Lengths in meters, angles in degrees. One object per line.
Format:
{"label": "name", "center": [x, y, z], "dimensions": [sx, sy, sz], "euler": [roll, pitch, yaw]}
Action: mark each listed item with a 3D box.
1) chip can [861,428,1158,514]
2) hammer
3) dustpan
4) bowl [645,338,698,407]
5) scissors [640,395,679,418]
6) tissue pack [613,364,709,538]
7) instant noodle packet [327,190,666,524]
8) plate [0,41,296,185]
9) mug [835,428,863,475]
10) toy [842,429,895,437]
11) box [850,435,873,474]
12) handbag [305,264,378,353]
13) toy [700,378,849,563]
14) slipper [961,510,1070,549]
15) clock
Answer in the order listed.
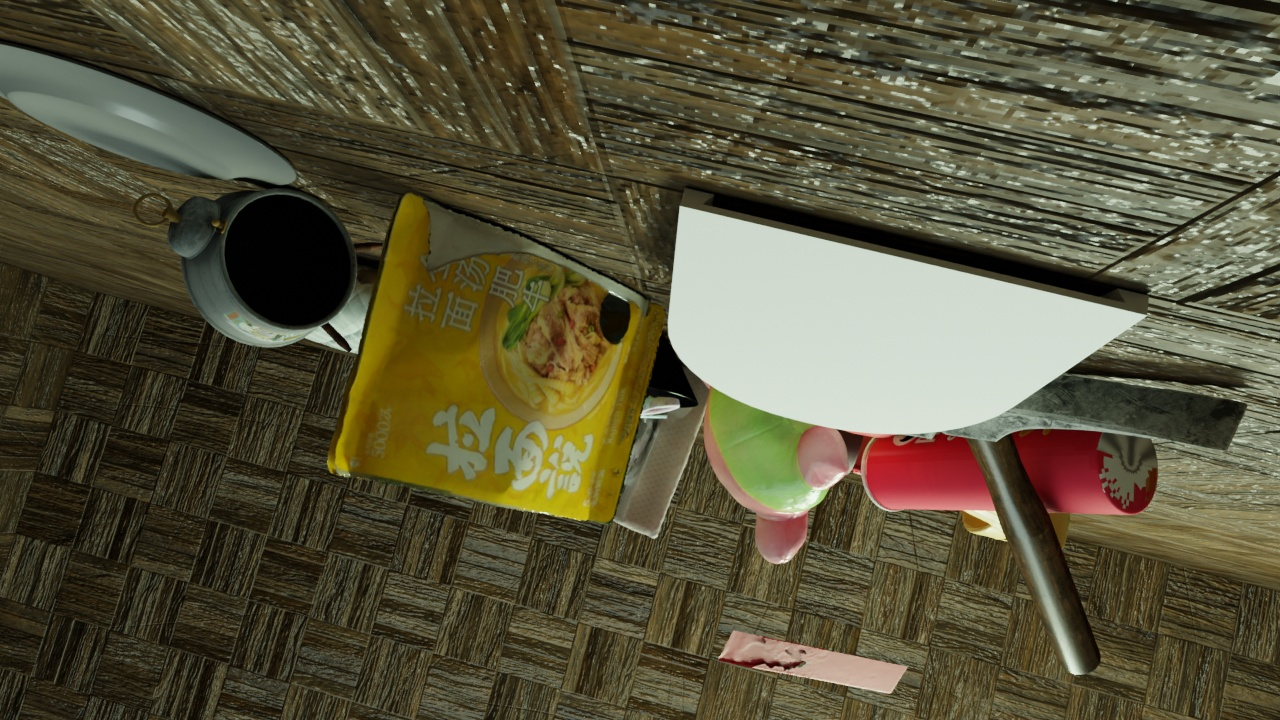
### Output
{"label": "chip can", "center": [0.273, 0.083, 0.709], "dimensions": [0.069, 0.069, 0.221], "euler": [18, 164, -27]}
{"label": "hammer", "center": [0.299, 0.125, 0.617], "dimensions": [0.218, 0.037, 0.301], "euler": [7, 137, 50]}
{"label": "dustpan", "center": [0.115, -0.024, 0.502], "dimensions": [0.191, 0.053, 0.258], "euler": [14, 162, 4]}
{"label": "bowl", "center": [-0.005, 0.005, 0.833], "dimensions": [0.124, 0.052, 0.124], "euler": [9, 170, 1]}
{"label": "scissors", "center": [-0.023, 0.048, 0.839], "dimensions": [0.170, 0.013, 0.176], "euler": [7, 166, -43]}
{"label": "tissue pack", "center": [0.014, 0.089, 0.970], "dimensions": [0.071, 0.181, 0.104], "euler": [27, 172, -9]}
{"label": "instant noodle packet", "center": [-0.088, 0.009, 0.581], "dimensions": [0.084, 0.163, 0.221], "euler": [11, 173, 35]}
{"label": "plate", "center": [-0.285, -0.129, 0.512], "dimensions": [0.178, 0.012, 0.178], "euler": [14, 173, 1]}
{"label": "mug", "center": [0.172, 0.058, 0.887], "dimensions": [0.082, 0.073, 0.106], "euler": [14, 145, 1]}
{"label": "toy", "center": [0.174, 0.036, 0.754], "dimensions": [0.092, 0.045, 0.135], "euler": [15, 175, 20]}
{"label": "box", "center": [0.217, -0.002, 1.134], "dimensions": [0.213, 0.373, 0.148], "euler": [16, 141, -14]}
{"label": "handbag", "center": [-0.263, -0.052, 0.862], "dimensions": [0.195, 0.072, 0.139], "euler": [14, 165, 10]}
{"label": "toy", "center": [0.094, 0.067, 0.744], "dimensions": [0.096, 0.192, 0.237], "euler": [-18, 166, -11]}
{"label": "slipper", "center": [0.346, 0.126, 0.895], "dimensions": [0.079, 0.099, 0.263], "euler": [-10, 154, 42]}
{"label": "clock", "center": [-0.247, -0.067, 0.587], "dimensions": [0.056, 0.103, 0.147], "euler": [-5, 156, 43]}
